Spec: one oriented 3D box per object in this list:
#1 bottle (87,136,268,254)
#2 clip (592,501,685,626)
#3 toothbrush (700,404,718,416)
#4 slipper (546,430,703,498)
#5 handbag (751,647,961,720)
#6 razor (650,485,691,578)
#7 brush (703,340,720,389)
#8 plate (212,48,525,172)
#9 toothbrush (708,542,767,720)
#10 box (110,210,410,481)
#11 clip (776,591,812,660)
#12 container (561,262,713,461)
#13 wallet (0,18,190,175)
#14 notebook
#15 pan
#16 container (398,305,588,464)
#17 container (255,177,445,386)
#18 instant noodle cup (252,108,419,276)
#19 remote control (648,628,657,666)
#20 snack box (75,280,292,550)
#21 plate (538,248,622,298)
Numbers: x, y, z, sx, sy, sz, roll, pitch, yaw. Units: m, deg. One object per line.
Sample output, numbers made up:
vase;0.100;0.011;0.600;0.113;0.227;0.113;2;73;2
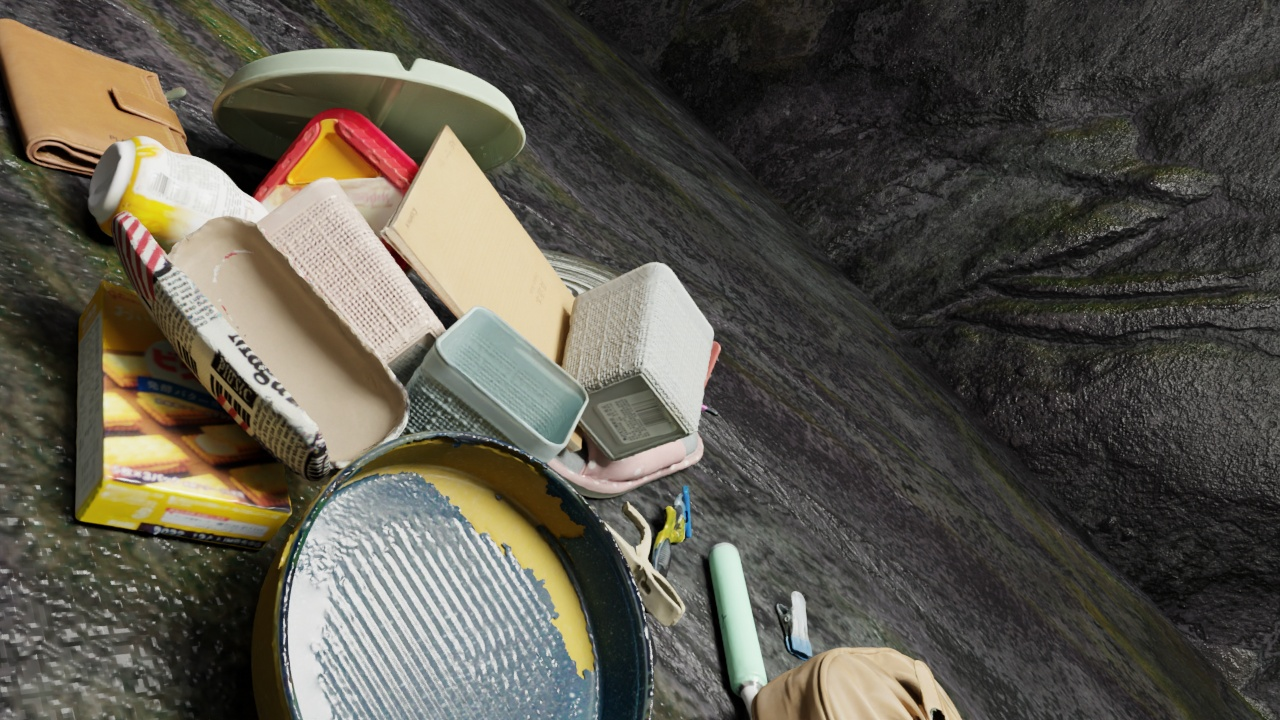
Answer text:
bottle;-0.275;-0.092;0.567;0.108;0.063;0.063;21;29;-45
clip;-0.006;0.135;0.642;0.099;0.035;0.098;36;14;3
toothbrush;-0.013;0.007;0.841;0.189;0.017;0.014;25;-16;14
slipper;-0.015;0.055;0.777;0.114;0.054;0.274;51;21;22
handbag;0.164;0.262;0.607;0.204;0.100;0.147;22;37;-54
razor;0.019;0.147;0.702;0.142;0.022;0.043;-60;146;-67
brush;-0.002;-0.011;0.867;0.146;0.063;0.069;20;-11;22
plate;-0.204;-0.184;0.707;0.229;0.231;0.027;8;79;-58
toothbrush;0.074;0.212;0.662;0.026;0.027;0.224;31;22;-18
box;-0.189;-0.015;0.455;0.162;0.075;0.086;48;-13;9
clip;0.130;0.220;0.763;0.024;0.028;0.056;32;32;-24
container;-0.004;0.004;0.689;0.090;0.090;0.114;52;30;-31
wallet;-0.358;-0.164;0.615;0.118;0.035;0.130;5;42;-51
notebook;-0.096;-0.053;0.665;0.211;0.012;0.149;54;25;-31
pan;-0.023;0.188;0.411;0.357;0.078;0.197;57;37;1
container;-0.104;0.044;0.540;0.090;0.112;0.089;40;21;-7
container;-0.180;-0.032;0.559;0.111;0.090;0.090;49;-9;8
instant noodle cup;-0.205;-0.110;0.689;0.116;0.116;0.124;43;7;0
remote control;-0.037;0.155;0.569;0.136;0.024;0.053;30;21;-33
snack box;-0.229;0.026;0.458;0.086;0.034;0.140;24;24;-44
plate;-0.085;-0.072;0.877;0.179;0.024;0.179;13;20;-5
